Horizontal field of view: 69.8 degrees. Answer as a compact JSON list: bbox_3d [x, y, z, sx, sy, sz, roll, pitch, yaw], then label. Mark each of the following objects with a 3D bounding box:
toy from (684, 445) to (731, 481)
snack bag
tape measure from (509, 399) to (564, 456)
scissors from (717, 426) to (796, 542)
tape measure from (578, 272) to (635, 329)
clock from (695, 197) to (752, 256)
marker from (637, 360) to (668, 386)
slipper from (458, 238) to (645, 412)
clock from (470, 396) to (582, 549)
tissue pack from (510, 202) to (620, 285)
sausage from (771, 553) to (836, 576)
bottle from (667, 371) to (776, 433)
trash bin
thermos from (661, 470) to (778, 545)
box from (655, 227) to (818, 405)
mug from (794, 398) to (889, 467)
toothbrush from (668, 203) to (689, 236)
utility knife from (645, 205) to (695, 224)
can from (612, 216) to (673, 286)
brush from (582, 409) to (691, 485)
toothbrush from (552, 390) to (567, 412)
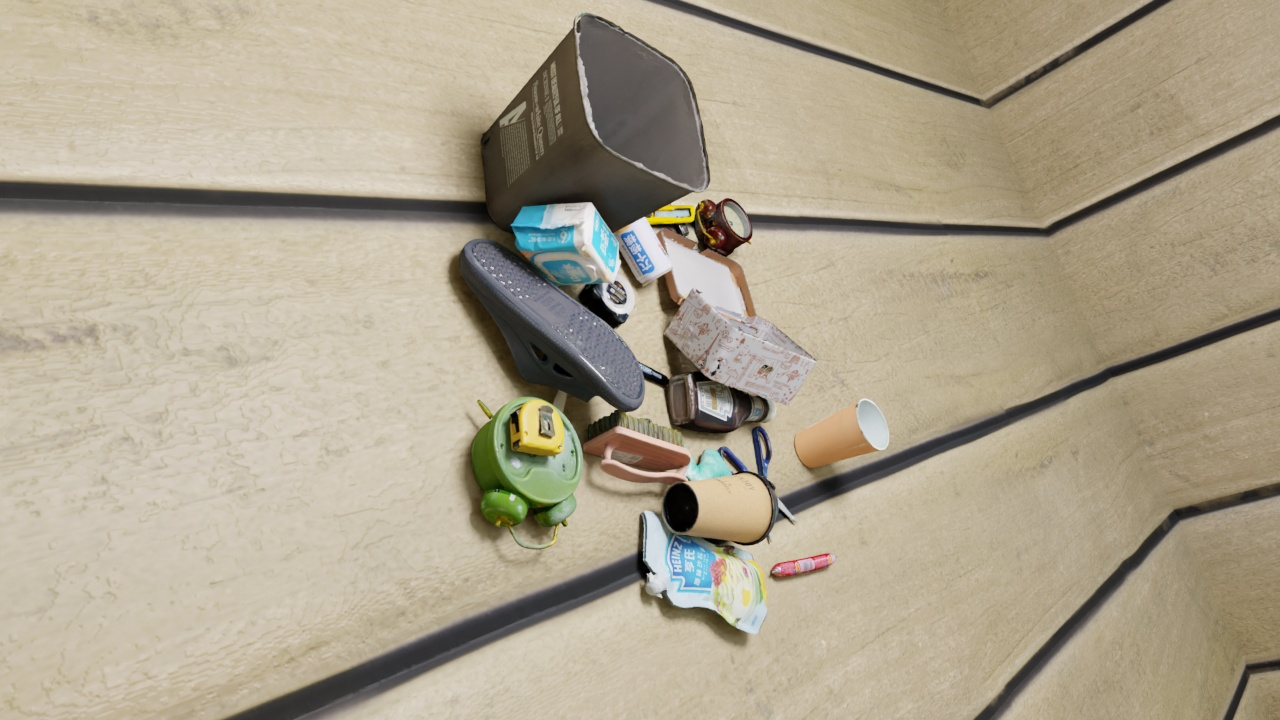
[{"bbox_3d":[0.081,0.141,1.182,0.091,0.030,0.096,-30,89,-53],"label":"toy"},{"bbox_3d":[0.075,0.256,1.103,0.191,0.039,0.110,29,51,-31],"label":"snack bag"},{"bbox_3d":[-0.103,0.068,0.934,0.060,0.029,0.057,17,56,-42],"label":"tape measure"},{"bbox_3d":[0.165,0.164,1.273,0.176,0.012,0.162,38,44,-27],"label":"scissors"},{"bbox_3d":[-0.039,-0.080,1.178,0.066,0.034,0.065,50,43,-17],"label":"tape measure"},{"bbox_3d":[0.122,-0.205,1.406,0.121,0.055,0.082,-1,69,-50],"label":"clock"},{"bbox_3d":[-0.007,0.007,1.176,0.124,0.015,0.018,26,56,-37],"label":"marker"},{"bbox_3d":[-0.108,-0.028,1.048,0.268,0.083,0.110,41,28,2],"label":"slipper"},{"bbox_3d":[-0.118,0.117,0.959,0.116,0.056,0.161,10,61,-43],"label":"clock"},{"bbox_3d":[-0.084,-0.133,1.076,0.140,0.090,0.063,49,43,-66],"label":"tissue pack"},{"bbox_3d":[0.227,0.282,1.265,0.155,0.020,0.020,3,66,-46],"label":"sausage"},{"bbox_3d":[0.116,0.061,1.255,0.194,0.044,0.079,9,72,-46],"label":"bottle"},{"bbox_3d":[-0.066,-0.255,1.104,0.198,0.220,0.198,16,58,-42],"label":"trash bin"},{"bbox_3d":[0.097,0.178,1.112,0.143,0.093,0.093,10,61,-43],"label":"thermos"},{"bbox_3d":[0.117,-0.063,1.294,0.177,0.107,0.271,19,32,-40],"label":"box"},{"bbox_3d":[0.292,0.112,1.353,0.078,0.123,0.078,25,52,-37],"label":"mug"},{"bbox_3d":[0.019,-0.278,1.362,0.027,0.026,0.212,-29,93,-33],"label":"toothbrush"},{"bbox_3d":[0.025,-0.213,1.322,0.154,0.015,0.033,-10,87,-41],"label":"utility knife"},{"bbox_3d":[-0.010,-0.170,1.245,0.053,0.053,0.134,-35,95,-51],"label":"can"},{"bbox_3d":[0.004,0.111,1.091,0.145,0.063,0.073,22,49,-40],"label":"brush"},{"bbox_3d":[-0.089,0.021,1.081,0.016,0.016,0.179,34,49,-27],"label":"toothbrush"}]
